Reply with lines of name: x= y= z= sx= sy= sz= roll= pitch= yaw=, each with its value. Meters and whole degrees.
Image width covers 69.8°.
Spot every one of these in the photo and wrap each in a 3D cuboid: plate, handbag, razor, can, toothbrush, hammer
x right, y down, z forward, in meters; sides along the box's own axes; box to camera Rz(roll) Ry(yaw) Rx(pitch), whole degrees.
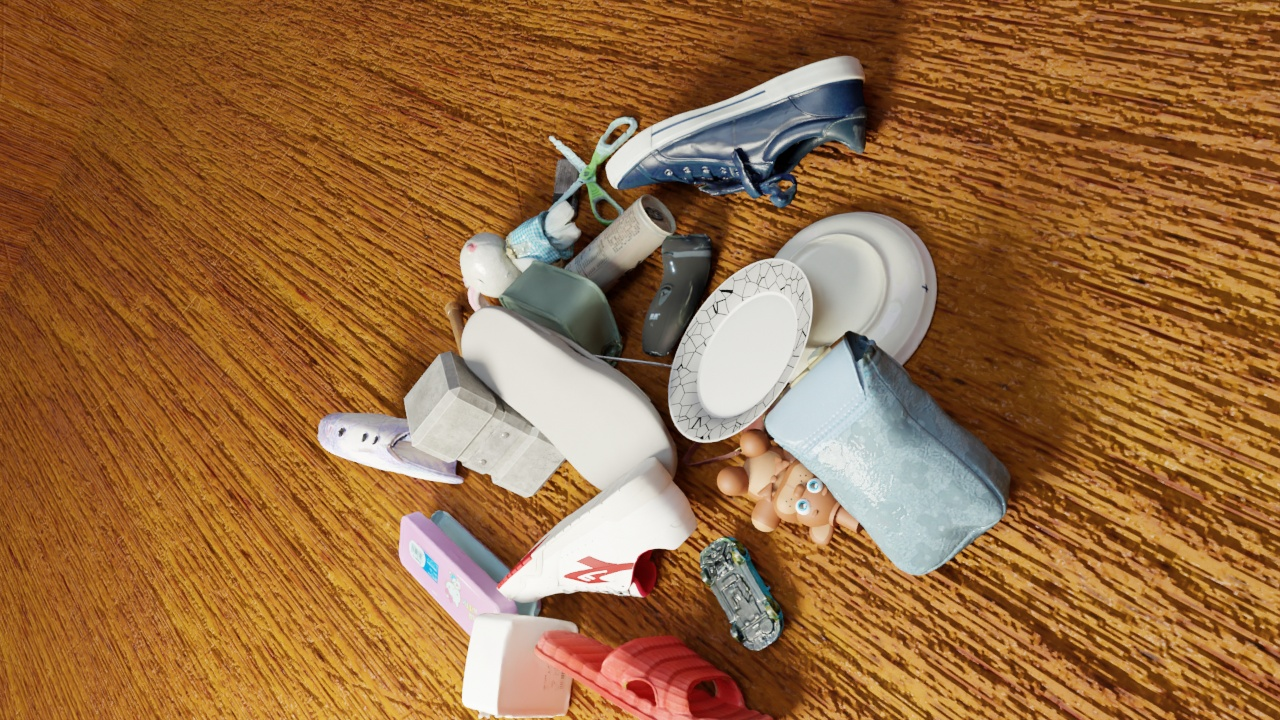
plate: x=0.181 y=-0.059 z=0.857 sx=0.183 sy=0.034 sz=0.182 roll=-14 pitch=66 yaw=34
handbag: x=0.087 y=0.072 z=0.894 sx=0.120 sy=0.029 sz=0.055 roll=-35 pitch=54 yaw=30
razor: x=0.033 y=-0.072 z=0.952 sx=0.053 sy=0.063 sz=0.140 roll=3 pitch=65 yaw=46
handbag: x=-0.298 y=0.099 z=1.115 sx=0.159 sy=0.126 sz=0.069 roll=4 pitch=75 yaw=40
can: x=-0.025 y=-0.121 z=1.015 sx=0.136 sy=0.054 sz=0.054 roll=-38 pitch=55 yaw=31
handbag: x=-0.088 y=-0.044 z=1.017 sx=0.122 sy=0.106 sz=0.067 roll=23 pitch=62 yaw=40
handbag: x=0.203 y=0.067 z=0.744 sx=0.192 sy=0.118 sz=0.122 roll=43 pitch=119 yaw=8
plate: x=0.095 y=-0.008 z=0.862 sx=0.189 sy=0.016 sz=0.188 roll=-38 pitch=36 yaw=35
toothbrush: x=-0.006 y=0.006 z=0.949 sx=0.182 sy=0.010 sz=0.010 roll=7 pitch=78 yaw=14
hammer: x=-0.199 y=0.009 z=1.080 sx=0.083 sy=0.162 sz=0.317 roll=-49 pitch=35 yaw=14

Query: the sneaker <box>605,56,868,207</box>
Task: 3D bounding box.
sneaker: x=0.096 y=-0.202 z=0.944 sx=0.295 sy=0.120 sz=0.127 roll=-12 pitch=90 yaw=32

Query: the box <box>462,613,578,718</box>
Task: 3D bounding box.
box: x=-0.132 y=0.309 z=0.929 sx=0.091 sy=0.107 sz=0.102 roll=-5 pitch=71 yaw=40

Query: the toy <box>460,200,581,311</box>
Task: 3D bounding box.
toy: x=-0.151 y=-0.119 z=1.080 sx=0.206 sy=0.105 sz=0.131 roll=-32 pitch=60 yaw=34

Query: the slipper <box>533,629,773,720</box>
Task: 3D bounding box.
slipper: x=0.007 y=0.278 z=0.831 sx=0.249 sy=0.103 sz=0.059 roll=11 pitch=85 yaw=36

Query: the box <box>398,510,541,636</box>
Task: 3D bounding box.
box: x=-0.200 y=0.249 z=1.040 sx=0.214 sy=0.065 sz=0.078 roll=30 pitch=108 yaw=40

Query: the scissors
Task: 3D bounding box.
scissors: x=-0.063 y=-0.225 z=1.109 sx=0.172 sy=0.021 sz=0.171 roll=-46 pitch=62 yaw=13

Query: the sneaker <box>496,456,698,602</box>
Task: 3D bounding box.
sneaker: x=-0.039 y=0.199 z=0.909 sx=0.237 sy=0.090 sz=0.104 roll=-39 pitch=90 yaw=26

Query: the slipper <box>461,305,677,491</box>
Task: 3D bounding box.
slipper: x=-0.064 y=0.035 z=0.953 sx=0.266 sy=0.080 sz=0.113 roll=36 pitch=114 yaw=7

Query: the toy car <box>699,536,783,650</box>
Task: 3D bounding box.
toy car: x=0.093 y=0.211 z=0.834 sx=0.048 sy=0.032 sz=0.105 roll=-42 pitch=59 yaw=18

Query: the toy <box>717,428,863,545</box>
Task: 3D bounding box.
toy: x=0.138 y=0.115 z=0.814 sx=0.128 sy=0.065 sz=0.095 roll=26 pitch=89 yaw=35

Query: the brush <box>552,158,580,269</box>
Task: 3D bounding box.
brush: x=-0.094 y=-0.181 z=1.127 sx=0.039 sy=0.012 sz=0.151 roll=-7 pitch=71 yaw=36
